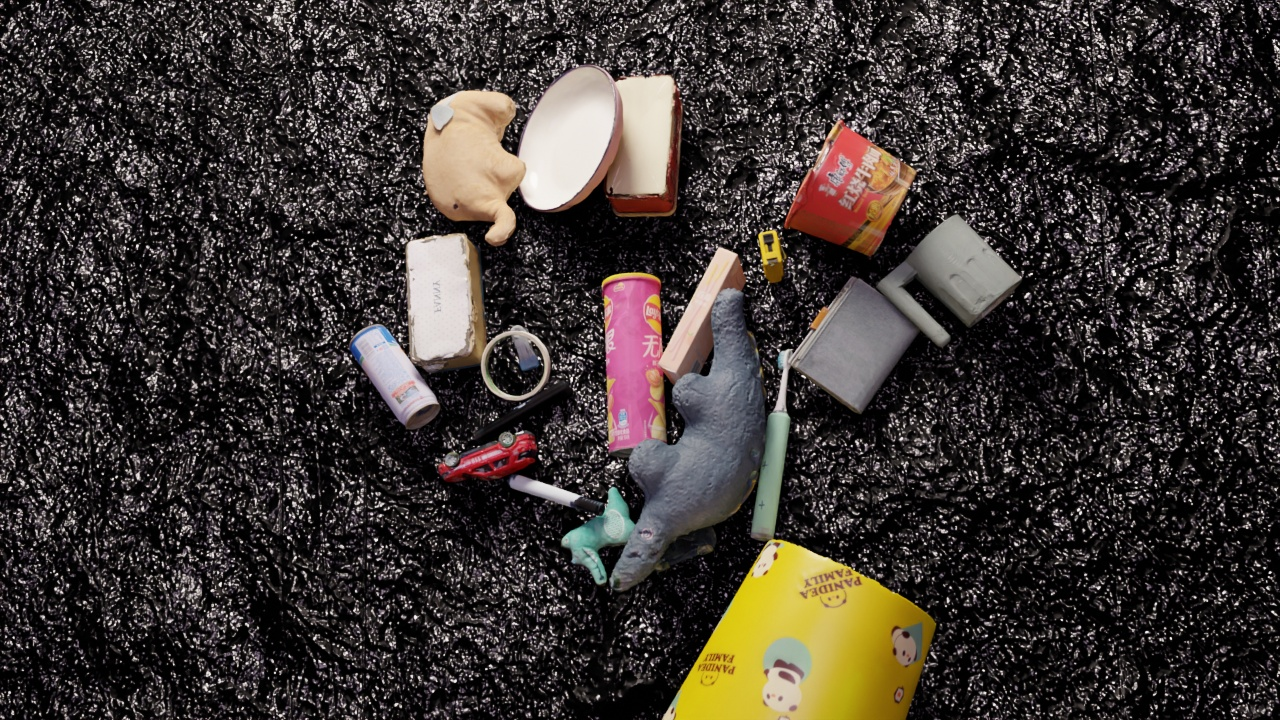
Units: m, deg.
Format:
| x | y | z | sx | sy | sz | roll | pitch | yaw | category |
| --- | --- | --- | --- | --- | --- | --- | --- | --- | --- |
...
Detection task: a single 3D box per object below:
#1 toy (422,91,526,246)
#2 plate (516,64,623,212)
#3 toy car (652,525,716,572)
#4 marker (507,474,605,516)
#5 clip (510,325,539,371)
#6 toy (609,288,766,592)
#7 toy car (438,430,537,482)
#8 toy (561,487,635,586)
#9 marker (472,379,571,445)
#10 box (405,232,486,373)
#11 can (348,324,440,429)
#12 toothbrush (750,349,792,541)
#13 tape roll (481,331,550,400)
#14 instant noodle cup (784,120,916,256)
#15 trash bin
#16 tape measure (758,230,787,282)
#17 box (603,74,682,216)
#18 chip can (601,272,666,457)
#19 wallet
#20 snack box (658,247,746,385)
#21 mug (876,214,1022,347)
| x | y | z | sx | sy | sz | roll | pitch | yaw | category |
| --- | --- | --- | --- | --- | --- | --- | --- | --- | --- |
| -0.216 | -0.240 | 1.186 | 0.144 | 0.082 | 0.225 | -17 | 75 | 23 | toy |
| -0.084 | -0.273 | 1.155 | 0.193 | 0.039 | 0.192 | -18 | 65 | 42 | plate |
| 0.042 | 0.210 | 1.039 | 0.090 | 0.034 | 0.043 | -20 | 67 | -10 | toy car |
| -0.100 | 0.157 | 1.074 | 0.131 | 0.022 | 0.018 | 13 | 74 | 26 | marker |
| -0.145 | -0.016 | 1.144 | 0.024 | 0.029 | 0.057 | -19 | 78 | 10 | clip |
| 0.070 | 0.100 | 1.016 | 0.138 | 0.091 | 0.355 | 33 | 74 | -28 | toy |
| -0.181 | 0.119 | 1.095 | 0.120 | 0.053 | 0.045 | -19 | 74 | 4 | toy car |
| -0.046 | 0.207 | 1.058 | 0.092 | 0.030 | 0.096 | -30 | 66 | 6 | toy |
| -0.144 | 0.065 | 1.121 | 0.132 | 0.020 | 0.022 | -30 | 88 | 2 | marker |
| -0.247 | -0.079 | 1.161 | 0.090 | 0.059 | 0.184 | -7 | 72 | 8 | box |
| -0.306 | 0.020 | 1.145 | 0.053 | 0.053 | 0.134 | -39 | 72 | -2 | can |
| 0.155 | 0.094 | 1.053 | 0.027 | 0.026 | 0.224 | -8 | 68 | 53 | toothbrush |
| -0.153 | 0.007 | 1.130 | 0.086 | 0.014 | 0.086 | 0 | 91 | 9 | tape roll |
| 0.246 | -0.192 | 1.065 | 0.108 | 0.138 | 0.137 | 28 | 81 | 7 | instant noodle cup |
| 0.151 | 0.332 | 0.896 | 0.230 | 0.230 | 0.255 | 25 | 75 | 16 | trash bin |
| 0.159 | -0.126 | 1.096 | 0.029 | 0.060 | 0.057 | -10 | 68 | 7 | tape measure |
| 0.005 | -0.274 | 1.155 | 0.091 | 0.077 | 0.168 | 1 | 76 | 11 | box |
| -0.006 | 0.006 | 1.083 | 0.071 | 0.071 | 0.210 | -5 | 74 | 9 | chip can |
| 0.247 | -0.020 | 1.062 | 0.106 | 0.037 | 0.129 | 36 | 85 | 6 | wallet |
| 0.075 | -0.046 | 1.076 | 0.026 | 0.084 | 0.157 | 24 | 80 | 19 | snack box |
| 0.349 | -0.087 | 1.038 | 0.124 | 0.083 | 0.103 | -41 | 74 | -1 | mug |
